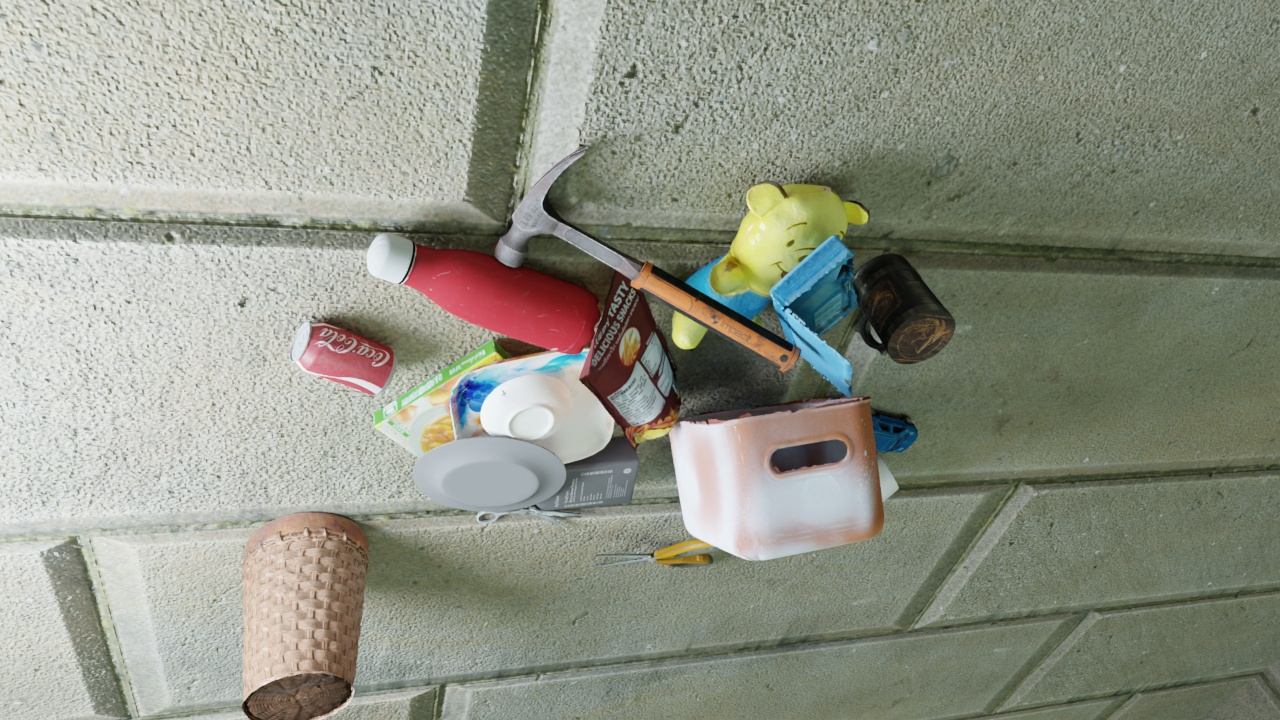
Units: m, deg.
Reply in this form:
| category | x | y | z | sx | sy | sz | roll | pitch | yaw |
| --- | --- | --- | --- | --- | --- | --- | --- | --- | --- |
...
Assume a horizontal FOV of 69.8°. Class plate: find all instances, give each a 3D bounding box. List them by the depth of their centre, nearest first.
| category | x | y | z | sx | sy | sz | roll | pitch | yaw |
| --- | --- | --- | --- | --- | --- | --- | --- | --- | --- |
| plate | -0.124 | 0.062 | 1.023 | 0.104 | 0.026 | 0.104 | -12 | 136 | -12 |
| plate | -0.122 | 0.059 | 1.054 | 0.186 | 0.016 | 0.187 | -11 | 135 | -13 |
| plate | -0.177 | 0.141 | 1.079 | 0.178 | 0.012 | 0.179 | -3 | 144 | -3 |

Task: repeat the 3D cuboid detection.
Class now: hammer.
| category | x | y | z | sx | sy | sz | roll | pitch | yaw |
| --- | --- | --- | --- | --- | --- | --- | --- | --- | --- |
| hammer | 0.025 | -0.085 | 0.900 | 0.314 | 0.035 | 0.138 | 29 | 115 | -9 |

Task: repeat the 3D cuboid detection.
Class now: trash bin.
| category | x | y | z | sx | sy | sz | roll | pitch | yaw |
| --- | --- | --- | --- | --- | --- | --- | --- | --- | --- |
| trash bin | 0.149 | 0.130 | 1.057 | 0.181 | 0.157 | 0.260 | -8 | 177 | -14 |
| trash bin | -0.400 | 0.310 | 1.103 | 0.151 | 0.209 | 0.151 | -10 | 136 | -10 |

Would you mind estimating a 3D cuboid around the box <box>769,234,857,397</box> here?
| category | x | y | z | sx | sy | sz | roll | pitch | yaw |
| --- | --- | --- | --- | --- | --- | --- | --- | --- | --- |
| box | 0.213 | -0.035 | 0.974 | 0.094 | 0.112 | 0.231 | -42 | 163 | 2 |

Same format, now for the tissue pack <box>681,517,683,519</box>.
| category | x | y | z | sx | sy | sz | roll | pitch | yaw |
| --- | --- | --- | --- | --- | --- | --- | --- | --- | --- |
| tissue pack | 0.167 | 0.178 | 1.275 | 0.117 | 0.066 | 0.210 | 27 | 118 | -38 |

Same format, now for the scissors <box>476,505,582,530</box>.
| category | x | y | z | sx | sy | sz | roll | pitch | yaw |
| --- | --- | --- | --- | --- | --- | --- | --- | --- | --- |
| scissors | -0.146 | 0.188 | 1.211 | 0.141 | 0.014 | 0.147 | -6 | 134 | -10 |

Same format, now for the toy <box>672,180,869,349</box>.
| category | x | y | z | sx | sy | sz | roll | pitch | yaw |
| --- | --- | --- | --- | --- | --- | --- | --- | --- | --- |
| toy | 0.126 | -0.105 | 0.969 | 0.148 | 0.084 | 0.214 | -1 | 137 | -49 |

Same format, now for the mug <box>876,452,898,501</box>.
| category | x | y | z | sx | sy | sz | roll | pitch | yaw |
| --- | --- | --- | --- | --- | --- | --- | --- | --- | --- |
| mug | 0.315 | 0.180 | 1.327 | 0.088 | 0.081 | 0.114 | -32 | 166 | 4 |

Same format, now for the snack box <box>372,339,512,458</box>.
| category | x | y | z | sx | sy | sz | roll | pitch | yaw |
| --- | --- | --- | --- | --- | --- | --- | --- | --- | --- |
| snack box | -0.199 | 0.060 | 1.058 | 0.168 | 0.027 | 0.132 | -31 | 136 | 11 |

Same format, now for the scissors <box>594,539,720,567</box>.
| category | x | y | z | sx | sy | sz | roll | pitch | yaw |
| --- | --- | --- | --- | --- | --- | --- | --- | --- | --- |
| scissors | 0.042 | 0.280 | 1.318 | 0.225 | 0.016 | 0.230 | 11 | 154 | -35 |

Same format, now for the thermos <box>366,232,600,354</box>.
| category | x | y | z | sx | sy | sz | roll | pitch | yaw |
| --- | --- | --- | --- | --- | --- | --- | --- | --- | --- |
| thermos | -0.155 | -0.070 | 0.915 | 0.239 | 0.073 | 0.073 | 18 | 125 | -32 |

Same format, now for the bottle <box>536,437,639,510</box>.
| category | x | y | z | sx | sy | sz | roll | pitch | yaw |
| --- | --- | --- | --- | --- | --- | --- | --- | --- | --- |
| bottle | -0.094 | 0.148 | 1.166 | 0.173 | 0.046 | 0.084 | -4 | 134 | -16 |

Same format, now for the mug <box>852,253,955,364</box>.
| category | x | y | z | sx | sy | sz | roll | pitch | yaw |
| --- | --- | --- | --- | --- | --- | --- | --- | --- | --- |
| mug | 0.294 | -0.048 | 1.065 | 0.080 | 0.107 | 0.116 | 3 | 131 | -22 |

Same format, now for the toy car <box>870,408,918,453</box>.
| category | x | y | z | sx | sy | sz | roll | pitch | yaw |
| --- | --- | --- | --- | --- | --- | --- | --- | --- | --- |
| toy car | 0.332 | 0.102 | 1.270 | 0.120 | 0.043 | 0.056 | 12 | 127 | -29 |

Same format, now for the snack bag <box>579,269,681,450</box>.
| category | x | y | z | sx | sy | sz | roll | pitch | yaw |
| --- | --- | --- | --- | --- | --- | --- | --- | --- | --- |
| snack bag | -0.006 | 0.006 | 1.007 | 0.067 | 0.138 | 0.208 | 14 | 155 | 23 |

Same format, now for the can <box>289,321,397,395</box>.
| category | x | y | z | sx | sy | sz | roll | pitch | yaw |
| --- | --- | --- | --- | --- | --- | --- | --- | --- | --- |
| can | -0.305 | -0.003 | 0.943 | 0.096 | 0.054 | 0.054 | 25 | 121 | -36 |

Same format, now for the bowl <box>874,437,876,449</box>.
| category | x | y | z | sx | sy | sz | roll | pitch | yaw |
| --- | --- | --- | --- | --- | --- | --- | --- | --- | --- |
| bowl | 0.257 | 0.133 | 1.199 | 0.066 | 0.116 | 0.116 | 4 | 149 | 36 |
